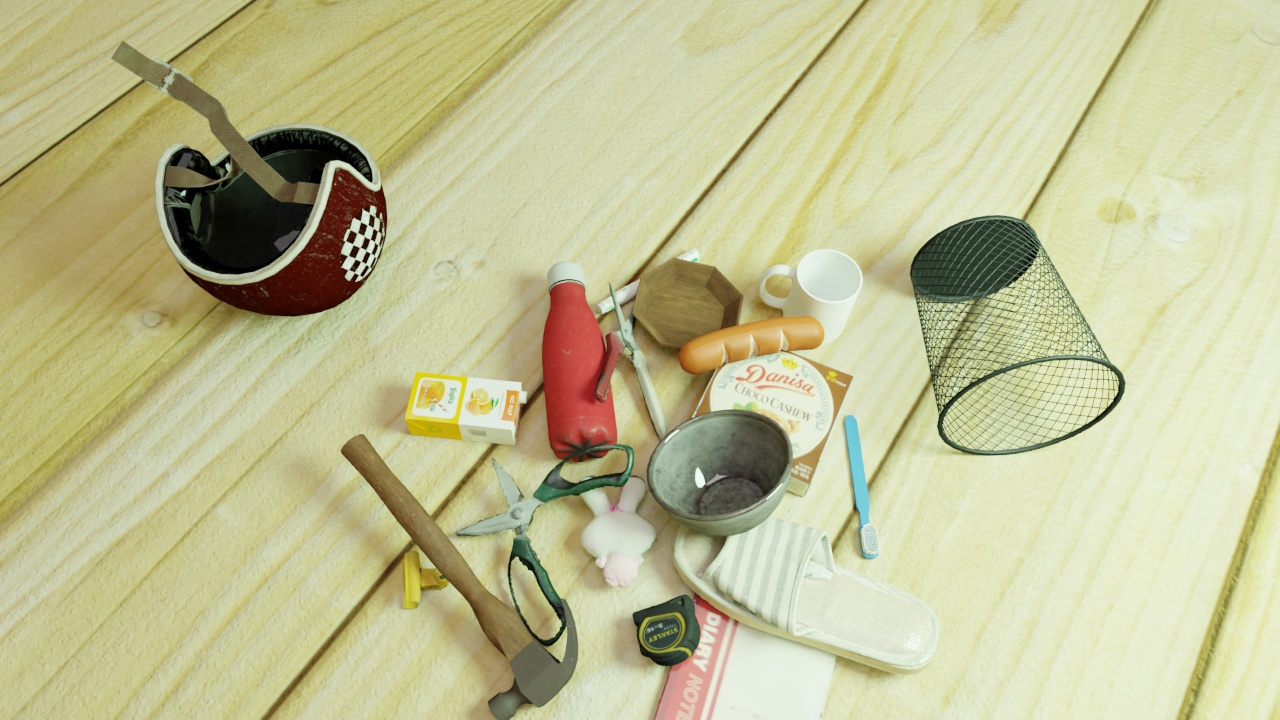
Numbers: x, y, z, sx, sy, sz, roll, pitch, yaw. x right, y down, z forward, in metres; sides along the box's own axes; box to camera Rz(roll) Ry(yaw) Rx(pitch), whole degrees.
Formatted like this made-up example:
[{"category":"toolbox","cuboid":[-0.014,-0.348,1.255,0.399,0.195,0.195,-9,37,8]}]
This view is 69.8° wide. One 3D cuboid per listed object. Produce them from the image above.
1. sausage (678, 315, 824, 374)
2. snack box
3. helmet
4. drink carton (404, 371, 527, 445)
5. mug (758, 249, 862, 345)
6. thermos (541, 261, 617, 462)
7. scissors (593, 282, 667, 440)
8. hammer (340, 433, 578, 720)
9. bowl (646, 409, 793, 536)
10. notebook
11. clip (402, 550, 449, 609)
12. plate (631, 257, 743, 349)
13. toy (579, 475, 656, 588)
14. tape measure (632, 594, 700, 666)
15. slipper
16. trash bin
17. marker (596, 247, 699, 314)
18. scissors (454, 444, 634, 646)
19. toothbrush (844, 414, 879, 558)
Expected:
[{"category":"sausage","cuboid":[0.121,-0.019,1.005,0.164,0.039,0.044,-12,58,-8]},{"category":"snack box","cuboid":[0.142,0.055,1.011,0.143,0.041,0.146,23,62,11]},{"category":"helmet","cuboid":[-0.403,-0.168,0.996,0.233,0.253,0.233,8,84,9]},{"category":"drink carton","cuboid":[-0.187,0.053,1.001,0.122,0.040,0.058,6,60,1]},{"category":"mug","cuboid":[0.191,-0.077,1.061,0.110,0.091,0.073,17,61,8]},{"category":"thermos","cuboid":[-0.074,-0.007,1.021,0.073,0.073,0.239,-6,60,-5]},{"category":"scissors","cuboid":[-0.011,0.006,1.019,0.179,0.015,0.198,57,28,-6]},{"category":"hammer","cuboid":[-0.184,0.196,0.893,0.115,0.033,0.323,-42,76,-8]},{"category":"bowl","cuboid":[0.085,0.122,0.914,0.145,0.067,0.144,-12,38,10]},{"category":"notebook","cuboid":[0.093,0.332,0.866,0.153,0.012,0.208,17,60,8]},{"category":"clip","cuboid":[-0.216,0.217,0.913,0.048,0.046,0.054,-19,58,16]},{"category":"plate","cuboid":[0.055,-0.059,1.080,0.131,0.025,0.131,3,61,-5]},{"category":"toy","cuboid":[-0.025,0.173,0.940,0.079,0.038,0.122,1,57,-11]},{"category":"tape measure","cuboid":[0.027,0.263,0.883,0.062,0.034,0.061,-21,45,10]},{"category":"slipper","cuboid":[0.162,0.222,0.903,0.273,0.054,0.114,23,58,13]},{"category":"trash bin","cuboid":[0.392,-0.033,1.001,0.184,0.184,0.209,-2,54,-4]},{"category":"marker","cuboid":[0.010,-0.096,1.108,0.145,0.017,0.017,-32,66,-19]},{"category":"scissors","cuboid":[-0.085,0.177,0.921,0.202,0.015,0.204,-20,71,6]},{"category":"toothbrush","cuboid":[0.237,0.131,0.986,0.016,0.014,0.166,0,59,-2]}]
